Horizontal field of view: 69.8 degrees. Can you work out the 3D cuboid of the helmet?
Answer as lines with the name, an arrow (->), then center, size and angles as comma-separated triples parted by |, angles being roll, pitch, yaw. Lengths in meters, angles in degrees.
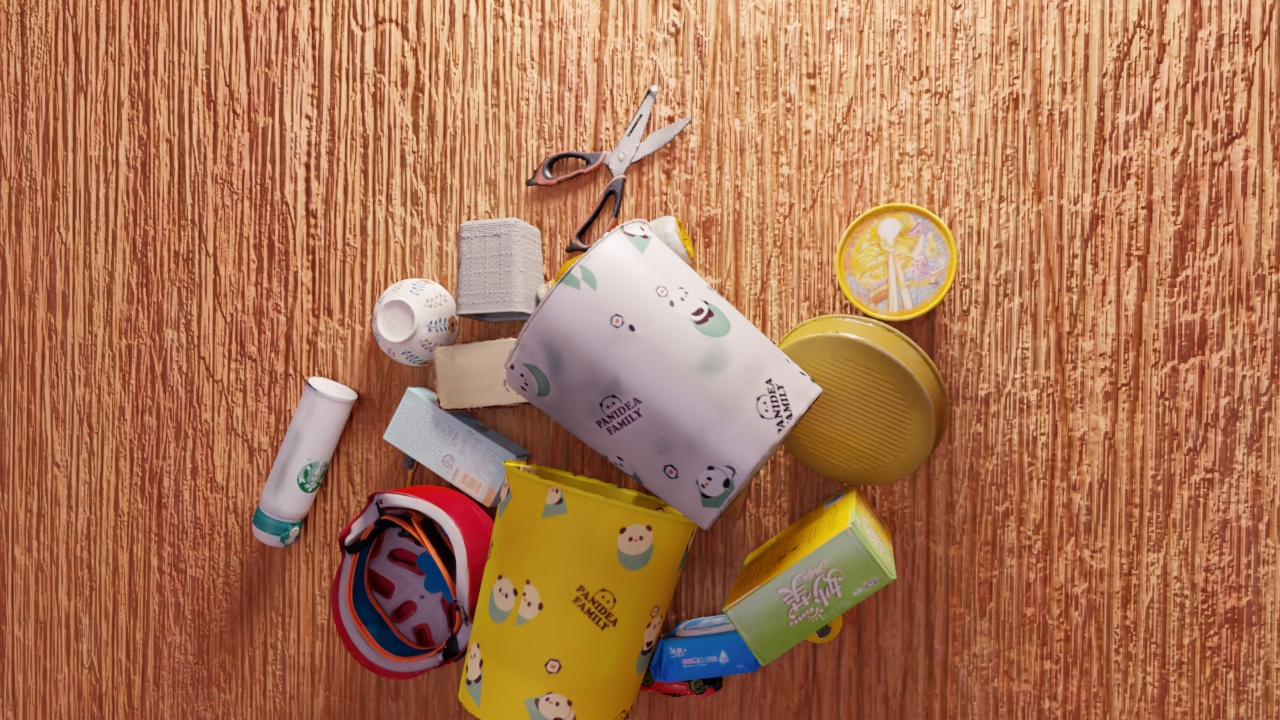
helmet -> -0.256, 0.260, 1.115 | 0.207, 0.143, 0.241 | 43, 116, 15

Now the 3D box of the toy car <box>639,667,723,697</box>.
toy car -> 0.044, 0.375, 1.074 | 0.106, 0.049, 0.031 | 1, 93, 16

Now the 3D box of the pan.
pan -> 0.163, 0.004, 1.010 | 0.357, 0.078, 0.198 | 26, 131, 19

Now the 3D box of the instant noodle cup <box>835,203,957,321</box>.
instant noodle cup -> 0.271, -0.099, 0.972 | 0.118, 0.114, 0.118 | 0, 90, 16

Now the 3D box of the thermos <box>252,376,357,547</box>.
thermos -> -0.443, 0.137, 1.202 | 0.073, 0.073, 0.224 | 26, 98, 14

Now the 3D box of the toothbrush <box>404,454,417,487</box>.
toothbrush -> -0.310, 0.206, 1.190 | 0.016, 0.018, 0.191 | 11, 93, 17

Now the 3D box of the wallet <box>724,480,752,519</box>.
wallet -> 0.070, 0.115, 1.070 | 0.132, 0.031, 0.108 | 19, 105, 14

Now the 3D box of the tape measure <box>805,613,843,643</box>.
tape measure -> 0.201, 0.290, 1.039 | 0.060, 0.029, 0.057 | -43, 80, 12

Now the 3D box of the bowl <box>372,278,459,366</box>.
bowl -> -0.293, -0.049, 1.162 | 0.113, 0.062, 0.113 | 0, 91, 14

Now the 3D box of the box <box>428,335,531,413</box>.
box -> -0.168, 0.013, 1.099 | 0.169, 0.080, 0.091 | -6, 89, 28

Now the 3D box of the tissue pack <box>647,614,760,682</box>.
tissue pack -> 0.082, 0.322, 1.041 | 0.157, 0.095, 0.052 | -14, 85, 18

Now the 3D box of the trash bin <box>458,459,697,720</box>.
trash bin -> -0.074, 0.260, 0.996 | 0.230, 0.229, 0.255 | 15, 86, 15

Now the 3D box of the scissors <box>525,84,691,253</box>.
scissors -> -0.040, -0.229, 1.111 | 0.227, 0.015, 0.189 | -5, 89, 16

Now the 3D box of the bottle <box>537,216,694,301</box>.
bottle -> -0.032, -0.107, 1.082 | 0.190, 0.068, 0.068 | -22, 84, 15

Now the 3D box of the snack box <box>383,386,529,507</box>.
snack box -> -0.231, 0.106, 1.149 | 0.175, 0.051, 0.074 | 30, 97, 13

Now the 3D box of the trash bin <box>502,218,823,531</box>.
trash bin -> 0.030, 0.022, 0.933 | 0.252, 0.229, 0.230 | 39, 100, 11

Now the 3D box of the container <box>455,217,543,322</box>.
container -> -0.168, -0.109, 1.113 | 0.090, 0.090, 0.114 | -2, 86, 15

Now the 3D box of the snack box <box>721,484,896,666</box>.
snack box -> 0.178, 0.213, 0.951 | 0.158, 0.209, 0.070 | -38, 85, 13
